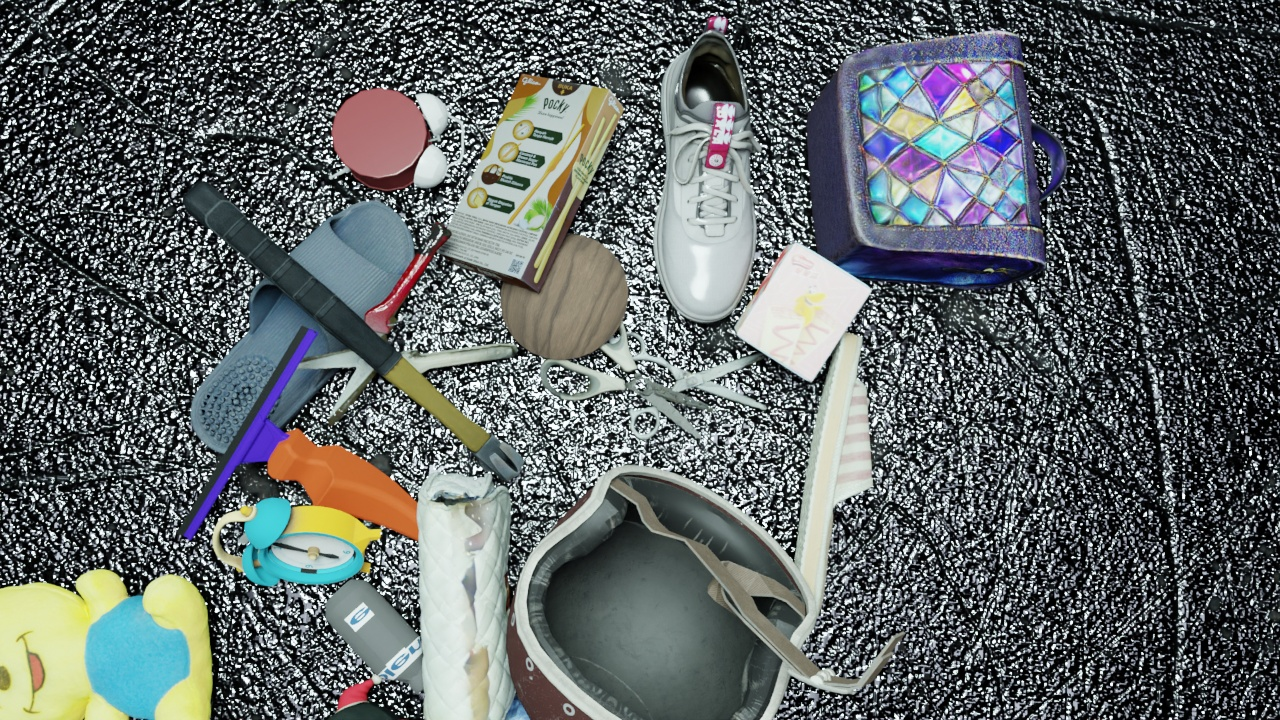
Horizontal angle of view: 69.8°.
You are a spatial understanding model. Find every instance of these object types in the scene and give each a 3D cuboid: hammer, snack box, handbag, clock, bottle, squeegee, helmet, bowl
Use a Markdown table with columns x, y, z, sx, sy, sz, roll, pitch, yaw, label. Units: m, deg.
| x | y | z | sx | sy | sz | roll | pitch | yaw | label |
| --- | --- | --- | --- | --- | --- | --- | --- | --- | --- |
| -0.218 | -0.014 | 0.728 | 0.333 | 0.118 | 0.025 | 44 | 75 | -18 | hammer |
| 0.140 | -0.045 | 0.811 | 0.079 | 0.093 | 0.095 | 33 | 98 | 1 | snack box |
| -0.139 | 0.190 | 0.740 | 0.072 | 0.139 | 0.195 | -2 | 96 | -5 | handbag |
| -0.289 | 0.155 | 0.770 | 0.129 | 0.099 | 0.043 | 10 | 45 | -18 | clock |
| -0.098 | 0.313 | 0.765 | 0.125 | 0.089 | 0.052 | -10 | 89 | -3 | clock |
| 0.274 | -0.173 | 0.829 | 0.222 | 0.125 | 0.204 | -3 | 83 | -5 | handbag |
| -0.222 | 0.239 | 0.787 | 0.047 | 0.047 | 0.112 | -43 | 88 | -8 | bottle |
| -0.258 | 0.105 | 0.789 | 0.184 | 0.055 | 0.250 | 33 | 114 | -14 | squeegee |
| 0.023 | 0.199 | 0.705 | 0.233 | 0.233 | 0.254 | 33 | 104 | 6 | helmet |
| -0.099 | -0.163 | 0.827 | 0.101 | 0.031 | 0.186 | 20 | 81 | 29 | snack box |
| -0.224 | -0.201 | 0.841 | 0.124 | 0.044 | 0.087 | 0 | 83 | -4 | clock |
| -0.072 | -0.062 | 0.828 | 0.119 | 0.032 | 0.119 | -1 | 79 | 7 | bowl |

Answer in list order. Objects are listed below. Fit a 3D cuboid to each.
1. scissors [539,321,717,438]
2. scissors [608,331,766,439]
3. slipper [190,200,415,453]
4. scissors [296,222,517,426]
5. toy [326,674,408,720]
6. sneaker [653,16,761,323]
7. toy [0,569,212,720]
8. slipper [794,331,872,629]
| x | y | z | sx | sy | sz | roll | pitch | yaw | label |
| --- | --- | --- | --- | --- | --- | --- | --- | --- | --- |
| -0.018 | 0.019 | 0.834 | 0.153 | 0.012 | 0.163 | -24 | 83 | 3 | scissors |
| 0.036 | 0.008 | 0.848 | 0.141 | 0.014 | 0.165 | -40 | 86 | -5 | scissors |
| -0.295 | -0.030 | 0.798 | 0.101 | 0.082 | 0.263 | 37 | 83 | -1 | slipper |
| -0.194 | -0.019 | 0.799 | 0.179 | 0.015 | 0.199 | 25 | 92 | -30 | scissors |
| -0.227 | 0.331 | 0.754 | 0.119 | 0.099 | 0.097 | 43 | 102 | 25 | toy |
| 0.063 | -0.167 | 0.814 | 0.097 | 0.129 | 0.263 | 0 | 85 | -3 | sneaker |
| -0.459 | 0.249 | 0.753 | 0.214 | 0.084 | 0.149 | -7 | 82 | -2 | toy |
| 0.171 | 0.105 | 0.797 | 0.052 | 0.115 | 0.262 | 11 | 77 | 9 | slipper |
